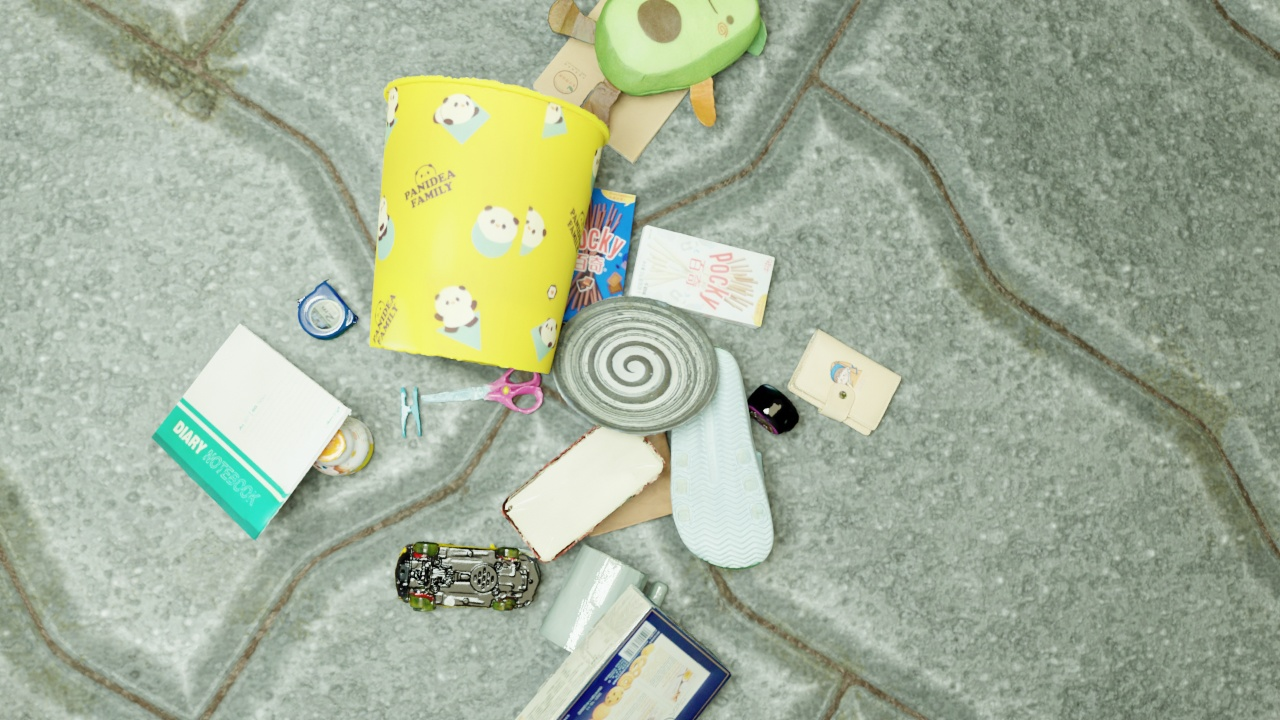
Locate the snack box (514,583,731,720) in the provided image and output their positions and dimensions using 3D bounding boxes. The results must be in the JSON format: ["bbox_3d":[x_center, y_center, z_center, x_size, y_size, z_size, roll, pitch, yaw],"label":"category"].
[{"bbox_3d":[-0.013,0.346,0.942,0.177,0.046,0.182,-48,130,-10],"label":"snack box"}]

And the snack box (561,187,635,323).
[{"bbox_3d":[-0.058,-0.117,1.037,0.084,0.026,0.157,9,84,-8],"label":"snack box"}]

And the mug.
[{"bbox_3d":[-0.034,0.267,0.985,0.124,0.084,0.103,32,78,-32],"label":"mug"}]

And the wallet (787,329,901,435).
[{"bbox_3d":[0.237,0.028,1.070,0.115,0.024,0.087,30,82,-6],"label":"wallet"}]

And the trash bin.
[{"bbox_3d":[-0.163,-0.125,0.931,0.229,0.230,0.255,9,88,-8],"label":"trash bin"}]

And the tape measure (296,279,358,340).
[{"bbox_3d":[-0.340,-0.050,0.989,0.054,0.025,0.058,-40,87,-8],"label":"tape measure"}]

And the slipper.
[{"bbox_3d":[0.084,0.106,1.010,0.104,0.074,0.245,-8,81,10],"label":"slipper"}]

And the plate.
[{"bbox_3d":[-0.006,0.006,0.979,0.179,0.024,0.179,3,56,-4],"label":"plate"}]

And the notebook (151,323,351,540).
[{"bbox_3d":[-0.392,0.064,0.915,0.209,0.012,0.150,29,80,33],"label":"notebook"}]

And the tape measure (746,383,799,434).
[{"bbox_3d":[0.147,0.057,1.036,0.058,0.057,0.039,46,81,-11],"label":"tape measure"}]

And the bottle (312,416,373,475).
[{"bbox_3d":[-0.311,0.086,0.938,0.063,0.108,0.063,1,83,-8],"label":"bottle"}]

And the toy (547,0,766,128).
[{"bbox_3d":[0.027,-0.365,1.034,0.246,0.090,0.227,-22,95,-7],"label":"toy"}]

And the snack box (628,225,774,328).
[{"bbox_3d":[0.070,-0.095,1.055,0.157,0.027,0.084,13,83,-6],"label":"snack box"}]

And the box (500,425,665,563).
[{"bbox_3d":[-0.059,0.134,0.973,0.168,0.077,0.091,-39,89,-4],"label":"box"}]

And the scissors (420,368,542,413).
[{"bbox_3d":[-0.175,0.034,1.012,0.133,0.017,0.057,-5,91,-5],"label":"scissors"}]

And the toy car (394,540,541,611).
[{"bbox_3d":[-0.184,0.231,0.977,0.156,0.041,0.071,3,84,-5],"label":"toy car"}]

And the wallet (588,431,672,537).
[{"bbox_3d":[-0.016,0.133,1.024,0.115,0.020,0.101,-15,88,-7],"label":"wallet"}]

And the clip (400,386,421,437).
[{"bbox_3d":[-0.251,0.056,0.998,0.043,0.014,0.056,-5,85,-10],"label":"clip"}]

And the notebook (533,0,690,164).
[{"bbox_3d":[-0.007,-0.354,1.077,0.148,0.008,0.207,37,80,-3],"label":"notebook"}]
